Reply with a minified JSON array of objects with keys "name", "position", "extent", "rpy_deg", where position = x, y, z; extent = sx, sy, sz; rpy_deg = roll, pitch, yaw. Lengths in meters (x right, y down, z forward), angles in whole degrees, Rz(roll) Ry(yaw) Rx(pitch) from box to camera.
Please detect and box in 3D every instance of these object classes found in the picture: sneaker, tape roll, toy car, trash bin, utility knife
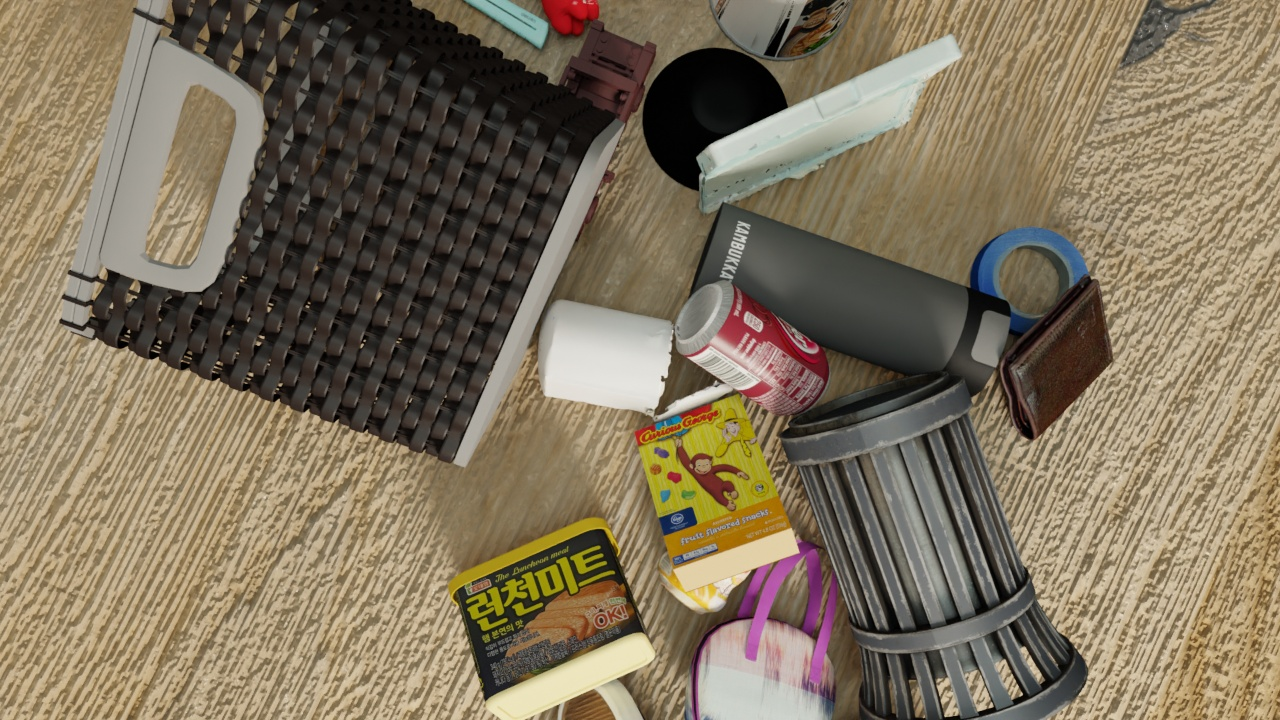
[{"name":"sneaker","position":[0.041,0.370,0.714],"extent":[0.121,0.127,0.294],"rpy_deg":[-34,79,39]},{"name":"tape roll","position":[0.325,-0.065,0.767],"extent":[0.091,0.016,0.093],"rpy_deg":[-32,89,-3]},{"name":"toy car","position":[-0.043,-0.187,0.736],"extent":[0.070,0.062,0.169],"rpy_deg":[22,87,-1]},{"name":"trash bin","position":[0.204,0.135,0.676],"extent":[0.164,0.164,0.227],"rpy_deg":[-20,90,-3]},{"name":"utility knife","position":[-0.148,-0.310,0.763],"extent":[0.168,0.015,0.022],"rpy_deg":[31,88,3]}]

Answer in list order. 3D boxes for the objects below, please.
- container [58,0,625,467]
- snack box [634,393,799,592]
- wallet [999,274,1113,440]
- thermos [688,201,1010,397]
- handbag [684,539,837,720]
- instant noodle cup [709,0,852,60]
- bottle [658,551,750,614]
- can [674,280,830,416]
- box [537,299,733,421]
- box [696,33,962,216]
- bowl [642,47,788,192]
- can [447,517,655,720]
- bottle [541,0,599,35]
[{"name":"container","position":[-0.171,-0.104,0.614],"extent":[0.243,0.245,0.248],"rpy_deg":[24,108,-5]},{"name":"snack box","position":[0.055,0.098,0.698],"extent":[0.088,0.040,0.125],"rpy_deg":[-20,49,4]},{"name":"wallet","position":[0.331,0.002,0.725],"extent":[0.099,0.120,0.031],"rpy_deg":[-44,46,-5]},{"name":"thermos","position":[0.165,-0.047,0.727],"extent":[0.240,0.082,0.082],"rpy_deg":[19,87,-1]},{"name":"handbag","position":[0.109,0.225,0.723],"extent":[0.144,0.068,0.169],"rpy_deg":[27,76,-26]},{"name":"instant noodle cup","position":[0.121,-0.317,0.717],"extent":[0.123,0.122,0.123],"rpy_deg":[0,87,-2]},{"name":"bottle","position":[0.064,0.145,0.727],"extent":[0.063,0.063,0.109],"rpy_deg":[39,86,0]},{"name":"can","position":[0.084,-0.007,0.688],"extent":[0.114,0.063,0.063],"rpy_deg":[32,86,-24]},{"name":"box","position":[-0.003,0.008,0.723],"extent":[0.161,0.081,0.091],"rpy_deg":[9,64,-3]},{"name":"box","position":[0.135,-0.181,0.706],"extent":[0.197,0.136,0.043],"rpy_deg":[-24,84,-3]},{"name":"bowl","position":[0.065,-0.203,0.745],"extent":[0.124,0.052,0.124],"rpy_deg":[0,88,-2]},{"name":"can","position":[-0.066,0.196,0.693],"extent":[0.131,0.072,0.101],"rpy_deg":[-23,56,-3]},{"name":"bottle","position":[-0.082,-0.334,0.750],"extent":[0.042,0.042,0.141],"rpy_deg":[-30,88,-3]}]
